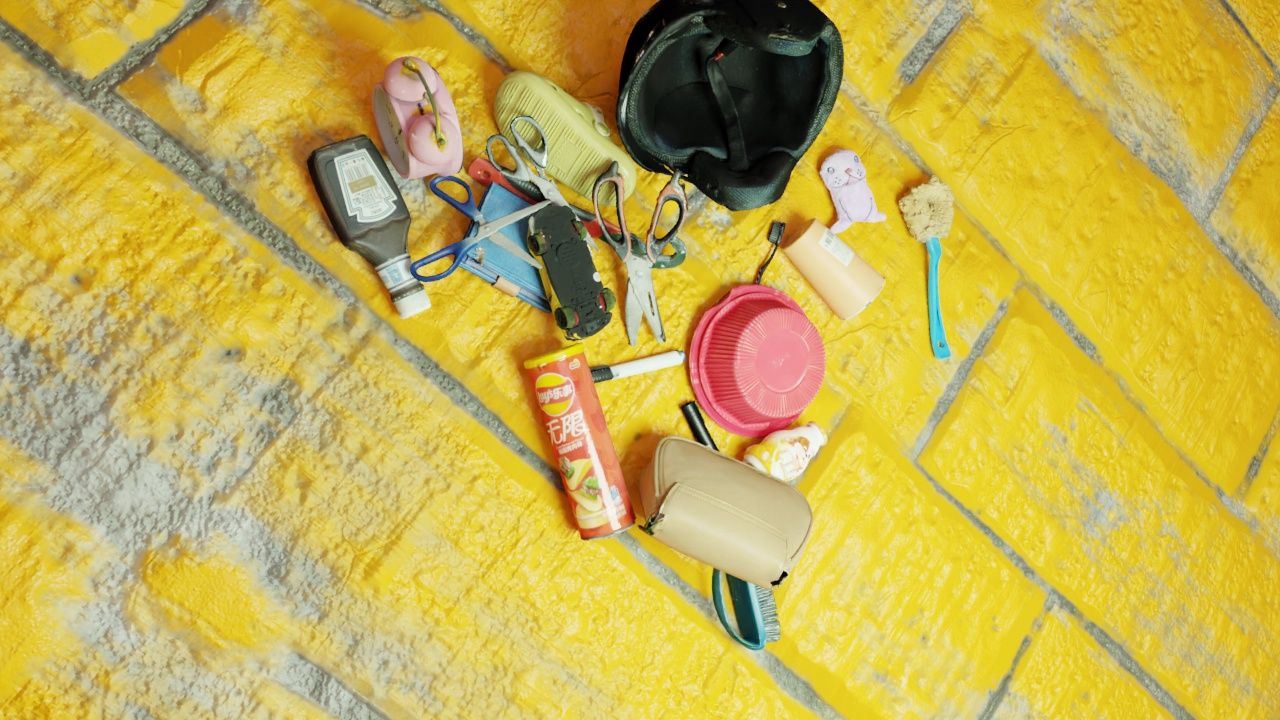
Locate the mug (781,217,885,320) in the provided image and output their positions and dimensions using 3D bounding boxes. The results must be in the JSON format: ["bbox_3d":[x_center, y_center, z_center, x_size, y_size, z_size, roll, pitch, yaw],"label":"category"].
[{"bbox_3d":[0.244,-0.121,1.179,0.123,0.078,0.078,43,73,-10],"label":"mug"}]

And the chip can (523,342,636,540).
[{"bbox_3d":[-0.068,0.092,1.041,0.073,0.073,0.216,-18,95,-22],"label":"chip can"}]

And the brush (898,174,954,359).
[{"bbox_3d":[0.403,-0.128,1.266,0.083,0.046,0.254,-9,94,-26],"label":"brush"}]

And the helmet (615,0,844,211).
[{"bbox_3d":[0.092,-0.321,1.046,0.274,0.234,0.230,-7,46,-14],"label":"helmet"}]

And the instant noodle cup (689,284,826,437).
[{"bbox_3d":[0.158,0.002,1.132,0.193,0.066,0.194,-1,92,-24],"label":"instant noodle cup"}]

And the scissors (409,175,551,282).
[{"bbox_3d":[-0.177,-0.138,0.984,0.173,0.012,0.162,37,71,18],"label":"scissors"}]

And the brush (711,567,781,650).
[{"bbox_3d":[0.123,0.284,1.116,0.073,0.055,0.144,-14,93,-23],"label":"brush"}]

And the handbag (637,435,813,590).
[{"bbox_3d":[0.092,0.179,1.056,0.204,0.100,0.147,25,33,-1],"label":"handbag"}]

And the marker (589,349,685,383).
[{"bbox_3d":[-0.007,0.006,1.099,0.130,0.018,0.022,-14,83,-22],"label":"marker"}]

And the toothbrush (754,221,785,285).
[{"bbox_3d":[0.146,-0.095,1.169,0.018,0.014,0.189,24,79,-3],"label":"toothbrush"}]

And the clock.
[{"bbox_3d":[-0.228,-0.248,0.946,0.059,0.159,0.117,-22,94,-25],"label":"clock"}]

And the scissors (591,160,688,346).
[{"bbox_3d":[0.005,-0.123,1.056,0.195,0.015,0.216,38,110,-16],"label":"scissors"}]

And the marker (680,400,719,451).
[{"bbox_3d":[0.087,0.110,1.131,0.022,0.020,0.132,-36,101,-50],"label":"marker"}]

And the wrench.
[{"bbox_3d":[-0.072,-0.168,1.068,0.273,0.056,0.016,22,46,-16],"label":"wrench"}]

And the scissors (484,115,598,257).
[{"bbox_3d":[-0.095,-0.197,1.031,0.174,0.014,0.137,18,103,-13],"label":"scissors"}]

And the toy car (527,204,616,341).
[{"bbox_3d":[-0.080,-0.099,1.027,0.071,0.041,0.156,-26,99,-33],"label":"toy car"}]

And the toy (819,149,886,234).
[{"bbox_3d":[0.273,-0.226,1.213,0.083,0.039,0.108,-20,96,-13],"label":"toy"}]

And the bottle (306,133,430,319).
[{"bbox_3d":[-0.281,-0.139,0.980,0.079,0.044,0.195,-29,100,-31],"label":"bottle"}]

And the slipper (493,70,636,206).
[{"bbox_3d":[-0.081,-0.258,1.057,0.190,0.092,0.081,40,39,-9],"label":"slipper"}]

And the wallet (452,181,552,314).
[{"bbox_3d":[-0.134,-0.125,1.041,0.133,0.040,0.106,28,74,-25],"label":"wallet"}]

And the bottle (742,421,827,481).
[{"bbox_3d":[0.182,0.116,1.144,0.108,0.063,0.063,-29,98,-21],"label":"bottle"}]
